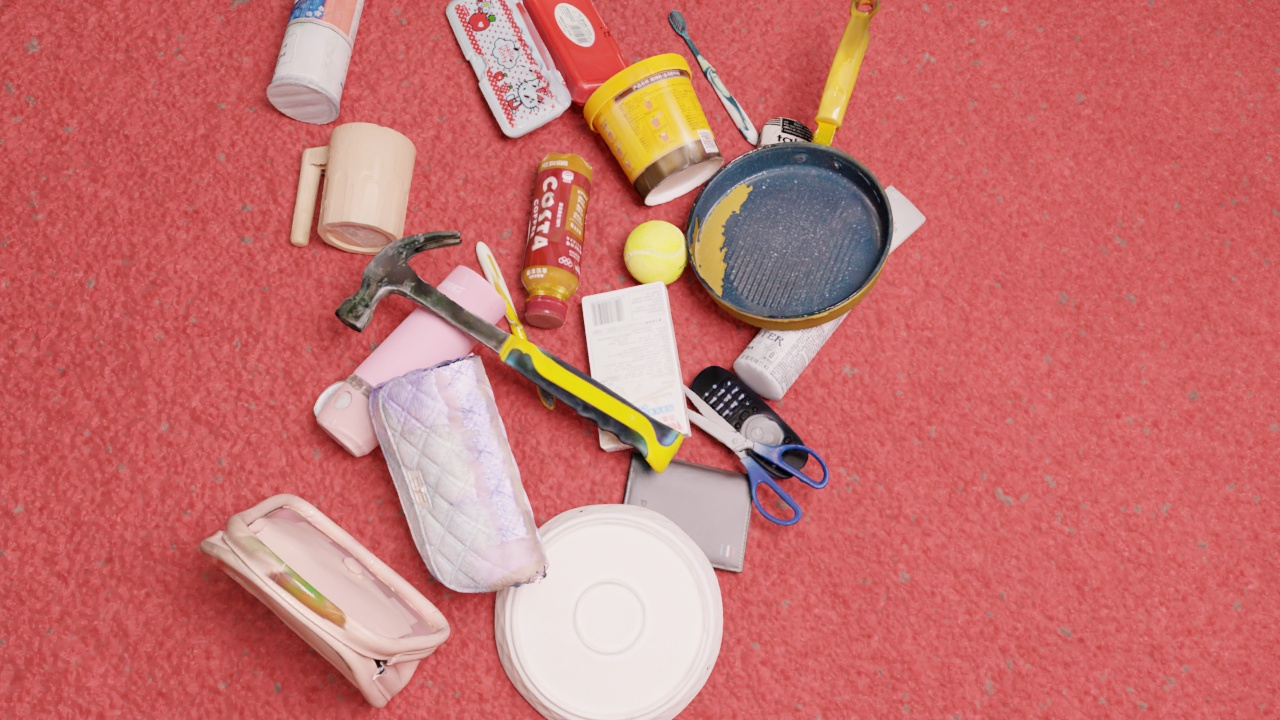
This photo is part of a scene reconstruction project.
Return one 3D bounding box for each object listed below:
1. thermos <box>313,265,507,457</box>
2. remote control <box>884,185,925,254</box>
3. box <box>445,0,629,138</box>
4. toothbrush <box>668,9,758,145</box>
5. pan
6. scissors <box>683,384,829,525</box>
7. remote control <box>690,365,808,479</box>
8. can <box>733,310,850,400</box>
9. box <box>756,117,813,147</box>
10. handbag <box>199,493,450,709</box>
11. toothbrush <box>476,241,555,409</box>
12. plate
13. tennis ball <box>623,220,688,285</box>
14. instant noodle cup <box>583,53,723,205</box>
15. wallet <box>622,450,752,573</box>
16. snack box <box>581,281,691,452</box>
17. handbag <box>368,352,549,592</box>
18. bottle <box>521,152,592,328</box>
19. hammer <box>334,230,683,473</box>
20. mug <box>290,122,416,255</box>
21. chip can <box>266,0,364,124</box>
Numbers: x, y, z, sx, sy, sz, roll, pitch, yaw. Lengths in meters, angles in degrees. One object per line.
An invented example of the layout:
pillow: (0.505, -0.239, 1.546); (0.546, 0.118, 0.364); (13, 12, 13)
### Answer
thermos: (-0.221, -0.002, 0.866); (0.087, 0.067, 0.198); (28, 69, 36)
remote control: (0.241, -0.128, 0.979); (0.135, 0.019, 0.056); (-41, 81, -17)
box: (-0.110, -0.341, 0.986); (0.161, 0.058, 0.201); (-22, 67, -11)
toothbrush: (0.082, -0.318, 1.024); (0.016, 0.018, 0.191); (-27, 77, -15)
pan: (0.171, -0.199, 0.905); (0.198, 0.078, 0.356); (17, 73, 18)
scissors: (0.093, 0.091, 0.871); (0.173, 0.012, 0.132); (8, 79, 11)
remote control: (0.105, 0.061, 0.898); (0.053, 0.024, 0.136); (-42, 77, -14)
can: (0.157, -0.030, 0.917); (0.058, 0.058, 0.146); (39, 72, 6)
box: (0.149, -0.185, 0.973); (0.068, 0.052, 0.164); (15, 70, -20)
handbag: (-0.252, 0.180, 0.707); (0.193, 0.234, 0.093); (38, 73, 6)
toothbrush: (-0.124, -0.038, 0.908); (0.016, 0.018, 0.191); (-21, 76, -15)
plate: (-0.027, 0.226, 0.811); (0.205, 0.046, 0.204); (0, 75, -2)
tennis ball: (0.016, -0.107, 0.922); (0.065, 0.066, 0.065); (2, 72, -6)
instant noodle cup: (0.019, -0.232, 0.941); (0.118, 0.119, 0.114); (-26, 84, -14)
wallet: (0.043, 0.143, 0.869); (0.122, 0.020, 0.096); (11, 71, -1)
snack box: (-0.005, 0.005, 0.892); (0.085, 0.027, 0.156); (-11, 74, 8)
handbag: (-0.156, 0.099, 0.773); (0.075, 0.134, 0.194); (-24, 97, -44)
bottle: (-0.085, -0.119, 0.919); (0.057, 0.057, 0.174); (7, 72, -4)
hammer: (-0.103, -0.005, 0.832); (0.323, 0.032, 0.126); (32, 73, -2)
mug: (-0.288, -0.165, 0.906); (0.125, 0.084, 0.103); (-3, 72, 18)
chip can: (-0.330, -0.359, 0.962); (0.071, 0.071, 0.214); (8, 71, -4)
